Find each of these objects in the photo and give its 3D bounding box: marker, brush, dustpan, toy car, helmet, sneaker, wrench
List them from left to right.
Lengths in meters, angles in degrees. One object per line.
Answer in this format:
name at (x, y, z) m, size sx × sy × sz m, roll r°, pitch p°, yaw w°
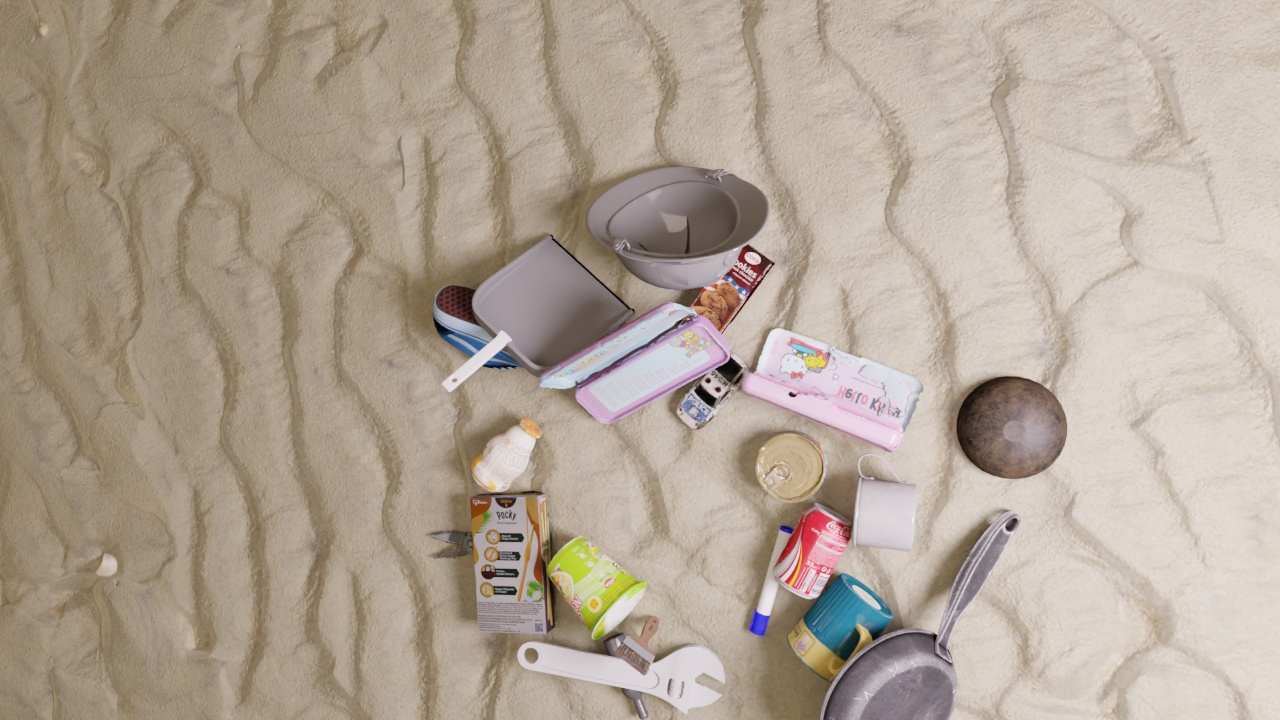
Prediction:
sneaker at (-0.170, -0.022, 1.261) m, size 0.241 × 0.098 × 0.083 m, roll 22°, pitch 54°, yaw 5°
dustpan at (-0.154, -0.042, 1.192) m, size 0.163 × 0.033 × 0.257 m, roll 43°, pitch 71°, yaw 13°
wrench at (-0.026, 0.397, 1.201) m, size 0.273 × 0.018 × 0.086 m, roll 10°, pitch 85°, yaw 7°
brush at (0.004, 0.351, 1.156) m, size 0.045 × 0.143 × 0.008 m, roll 35°, pitch 102°, yaw 6°
helmet at (0.055, -0.141, 1.137) m, size 0.183 × 0.118 × 0.271 m, roll -39°, pitch 40°, yaw -20°
toy car at (0.091, 0.039, 1.177) m, size 0.048 × 0.040 × 0.113 m, roll 42°, pitch 104°, yaw 15°
marker at (0.166, 0.279, 1.165) m, size 0.020 × 0.020 × 0.141 m, roll 17°, pitch 96°, yaw 18°

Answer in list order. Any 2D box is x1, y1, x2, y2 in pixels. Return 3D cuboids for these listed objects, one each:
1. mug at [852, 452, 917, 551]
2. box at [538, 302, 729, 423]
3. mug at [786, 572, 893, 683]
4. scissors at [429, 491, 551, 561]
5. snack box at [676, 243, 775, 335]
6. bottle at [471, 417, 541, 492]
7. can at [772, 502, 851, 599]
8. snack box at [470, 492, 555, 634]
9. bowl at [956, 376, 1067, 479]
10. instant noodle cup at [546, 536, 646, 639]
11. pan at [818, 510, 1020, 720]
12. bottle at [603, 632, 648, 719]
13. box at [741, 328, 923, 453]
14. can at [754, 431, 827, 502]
mug at (0.290, 0.168, 1.090) m, size 0.070 × 0.084 × 0.113 m, roll 5°, pitch 87°, yaw 16°
box at (-0.008, 0.000, 1.151) m, size 0.215 × 0.149 × 0.048 m, roll -29°, pitch 51°, yaw 26°
mug at (0.243, 0.326, 1.093) m, size 0.083 × 0.113 × 0.107 m, roll 36°, pitch 99°, yaw -11°
scissors at (-0.211, 0.235, 1.294) m, size 0.210 × 0.015 × 0.147 m, roll 7°, pitch 96°, yaw 17°
snack box at (0.107, -0.083, 1.174) m, size 0.051 × 0.031 × 0.141 m, roll 39°, pitch 102°, yaw 14°
bottle at (-0.181, 0.128, 1.257) m, size 0.063 × 0.063 × 0.109 m, roll 44°, pitch 103°, yaw 13°
can at (0.211, 0.233, 1.123) m, size 0.064 × 0.064 × 0.105 m, roll 29°, pitch 94°, yaw 16°
snack box at (-0.176, 0.277, 1.260) m, size 0.101 × 0.031 × 0.186 m, roll -3°, pitch 91°, yaw 17°
bowl at (0.428, 0.079, 1.055) m, size 0.121 × 0.056 × 0.121 m, roll 0°, pitch 91°, yaw 19°
instant noodle cup at (-0.064, 0.294, 1.209) m, size 0.108 × 0.098 × 0.099 m, roll 40°, pitch 102°, yaw 21°
pan at (0.340, 0.327, 1.058) m, size 0.187 × 0.055 × 0.357 m, roll 36°, pitch 92°, yaw -30°
bottle at (-0.015, 0.422, 1.222) m, size 0.030 × 0.030 × 0.113 m, roll -24°, pitch 83°, yaw 17°
box at (0.233, 0.029, 1.112) m, size 0.202 × 0.087 × 0.102 m, roll 22°, pitch 85°, yaw 18°
can at (0.189, 0.132, 1.143) m, size 0.086 × 0.043 × 0.086 m, roll 0°, pitch 90°, yaw 19°
